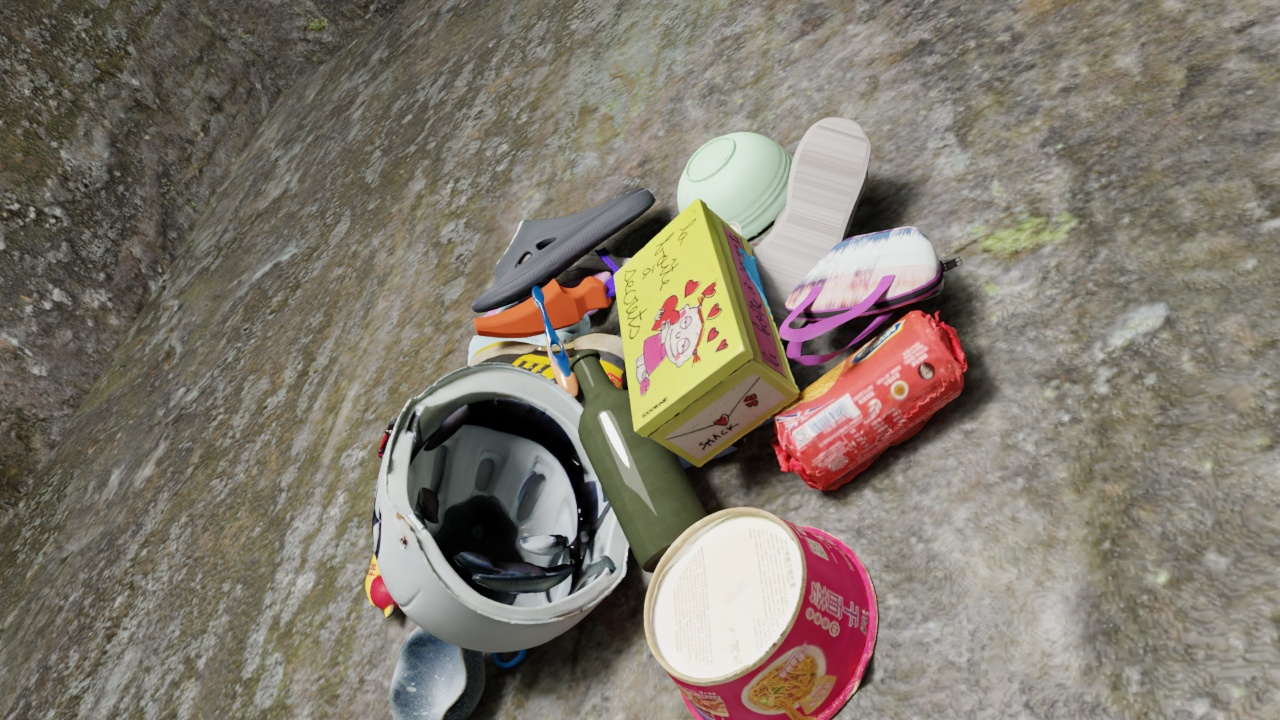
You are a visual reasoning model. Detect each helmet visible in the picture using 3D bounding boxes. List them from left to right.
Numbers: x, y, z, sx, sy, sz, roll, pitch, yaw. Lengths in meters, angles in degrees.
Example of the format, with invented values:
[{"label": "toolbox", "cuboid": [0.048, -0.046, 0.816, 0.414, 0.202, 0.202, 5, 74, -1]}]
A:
[{"label": "helmet", "cuboid": [-0.135, 0.142, 0.844, 0.164, 0.236, 0.263, -52, 32, 39]}]

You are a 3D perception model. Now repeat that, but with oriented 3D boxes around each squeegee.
[{"label": "squeegee", "cuboid": [-0.095, -0.061, 1.032, 0.184, 0.055, 0.249, -16, 24, -10]}]

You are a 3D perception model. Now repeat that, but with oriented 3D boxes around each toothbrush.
[{"label": "toothbrush", "cuboid": [-0.090, -0.018, 0.949, 0.021, 0.017, 0.135, -17, 66, -10]}]

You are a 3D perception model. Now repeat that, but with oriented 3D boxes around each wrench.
[{"label": "wrench", "cuboid": [-0.014, -0.119, 1.140, 0.274, 0.009, 0.047, 11, 64, 50]}]

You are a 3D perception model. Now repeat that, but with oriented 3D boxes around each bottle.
[{"label": "bottle", "cuboid": [-0.009, 0.081, 0.810, 0.071, 0.071, 0.206, -35, 63, 15]}]

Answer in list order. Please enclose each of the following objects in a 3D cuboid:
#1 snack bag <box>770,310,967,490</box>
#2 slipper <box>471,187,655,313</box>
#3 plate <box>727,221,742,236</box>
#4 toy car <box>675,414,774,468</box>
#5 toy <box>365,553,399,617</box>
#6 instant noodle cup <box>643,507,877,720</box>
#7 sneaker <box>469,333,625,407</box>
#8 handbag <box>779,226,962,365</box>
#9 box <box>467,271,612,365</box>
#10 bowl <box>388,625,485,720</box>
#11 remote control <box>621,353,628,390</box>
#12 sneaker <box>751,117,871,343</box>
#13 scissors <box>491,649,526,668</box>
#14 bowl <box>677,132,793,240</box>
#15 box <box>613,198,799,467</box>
[{"label": "snack bag", "cuboid": [0.183, 0.035, 0.736, 0.177, 0.082, 0.082, -38, 36, 13]}, {"label": "slipper", "cuboid": [-0.110, -0.152, 1.140, 0.268, 0.083, 0.110, -33, 4, 3]}, {"label": "plate", "cuboid": [0.065, -0.074, 0.964, 0.157, 0.014, 0.156, -56, 17, 26]}, {"label": "toy car", "cuboid": [0.065, 0.059, 0.841, 0.154, 0.056, 0.054, -25, 54, 34]}, {"label": "toy", "cuboid": [-0.262, 0.232, 1.009, 0.138, 0.067, 0.105, -23, 47, 41]}, {"label": "instant noodle cup", "cuboid": [0.078, 0.187, 0.688, 0.179, 0.077, 0.178, -27, 40, 25]}, {"label": "sneaker", "cuboid": [-0.114, 0.042, 1.015, 0.239, 0.086, 0.121, -7, 47, 37]}, {"label": "handbag", "cuboid": [0.175, -0.047, 0.765, 0.145, 0.068, 0.169, -6, 22, 42]}, {"label": "box", "cuboid": [-0.132, -0.038, 1.153, 0.215, 0.051, 0.148, -10, 52, 40]}, {"label": "bowl", "cuboid": [-0.180, 0.298, 0.855, 0.111, 0.055, 0.110, -25, 51, 34]}, {"label": "remote control", "cuboid": [-0.005, 0.005, 0.908, 0.032, 0.015, 0.136, -38, 35, 25]}, {"label": "sneaker", "cuboid": [0.163, -0.116, 0.908, 0.099, 0.089, 0.236, 26, 95, 20]}, {"label": "scissors", "cuboid": [-0.141, 0.254, 0.901, 0.125, 0.014, 0.130, 14, 66, 52]}, {"label": "bowl", "cuboid": [0.100, -0.206, 1.053, 0.151, 0.077, 0.150, -28, 39, 25]}, {"label": "box", "cuboid": [0.049, -0.030, 0.809, 0.125, 0.082, 0.220, -38, 38, 26]}]
